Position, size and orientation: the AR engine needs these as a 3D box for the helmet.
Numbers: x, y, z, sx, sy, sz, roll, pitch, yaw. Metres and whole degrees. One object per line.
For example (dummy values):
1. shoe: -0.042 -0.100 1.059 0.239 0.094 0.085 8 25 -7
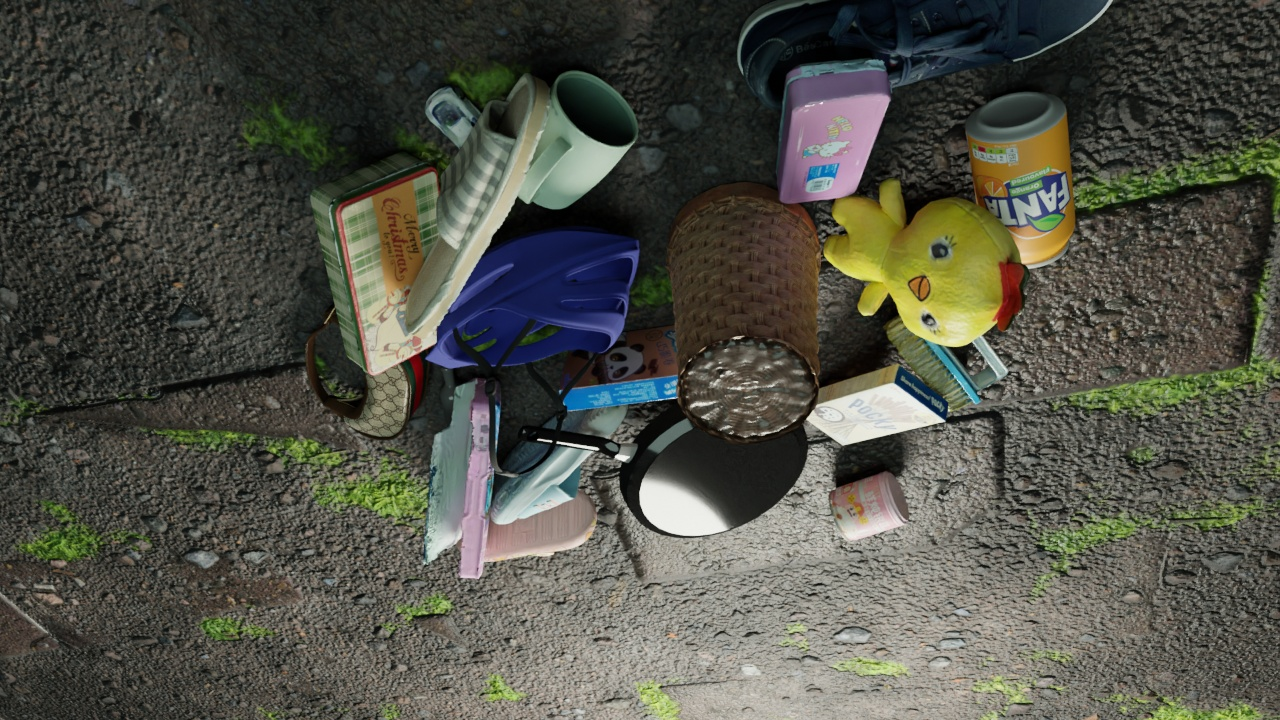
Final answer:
1. helmet: -0.097 -0.012 0.883 0.242 0.227 0.147 -19 158 21

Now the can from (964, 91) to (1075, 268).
1. can: 0.335 -0.157 0.805 0.079 0.079 0.142 -13 128 16

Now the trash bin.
1. trash bin: 0.094 -0.046 0.838 0.151 0.209 0.151 3 130 3

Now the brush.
1. brush: 0.314 -0.014 0.947 0.075 0.055 0.136 -36 119 20

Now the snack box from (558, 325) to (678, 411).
1. snack box: -0.006 0.006 0.973 0.151 0.087 0.034 -8 129 12

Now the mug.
1. mug: -0.070 -0.181 0.804 0.084 0.111 0.104 41 134 -7

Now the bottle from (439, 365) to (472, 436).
1. bottle: -0.216 0.048 1.068 0.030 0.030 0.113 1 131 4

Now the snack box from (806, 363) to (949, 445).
1. snack box: 0.246 0.050 0.989 0.082 0.026 0.150 34 151 -20

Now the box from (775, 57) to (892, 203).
1. box: 0.151 -0.183 0.751 0.076 0.036 0.214 -7 169 5

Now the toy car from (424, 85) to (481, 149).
1. toy car: -0.158 -0.210 0.842 0.039 0.027 0.090 -31 122 25

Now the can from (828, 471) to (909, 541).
1. can: 0.276 0.176 1.106 0.076 0.067 0.067 -24 124 25

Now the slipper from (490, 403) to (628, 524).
1. slipper: -0.093 0.121 1.075 0.074 0.103 0.246 38 120 -20

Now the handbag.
1. handbag: -0.311 0.009 1.029 0.138 0.063 0.167 19 130 2

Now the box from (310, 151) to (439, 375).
1. box: -0.245 -0.090 0.895 0.050 0.117 0.206 30 136 29

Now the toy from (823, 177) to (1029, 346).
1. toy: 0.253 -0.089 0.821 0.208 0.092 0.134 25 129 33

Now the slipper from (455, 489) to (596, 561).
1. slipper: -0.141 0.216 1.172 0.197 0.093 0.081 -7 150 19

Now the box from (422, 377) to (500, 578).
1. box: -0.210 0.136 1.062 0.077 0.084 0.231 5 112 -11

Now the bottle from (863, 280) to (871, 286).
1. bottle: 0.272 -0.093 0.894 0.110 0.036 0.036 -7 130 12

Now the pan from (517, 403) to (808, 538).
1. pan: 0.031 0.113 1.027 0.355 0.034 0.226 11 124 -28

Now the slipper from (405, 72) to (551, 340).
1. slipper: -0.157 -0.133 0.814 0.054 0.114 0.273 21 124 -22

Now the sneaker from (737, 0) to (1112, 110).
1. sneaker: 0.221 -0.253 0.706 0.295 0.127 0.121 -11 130 12
